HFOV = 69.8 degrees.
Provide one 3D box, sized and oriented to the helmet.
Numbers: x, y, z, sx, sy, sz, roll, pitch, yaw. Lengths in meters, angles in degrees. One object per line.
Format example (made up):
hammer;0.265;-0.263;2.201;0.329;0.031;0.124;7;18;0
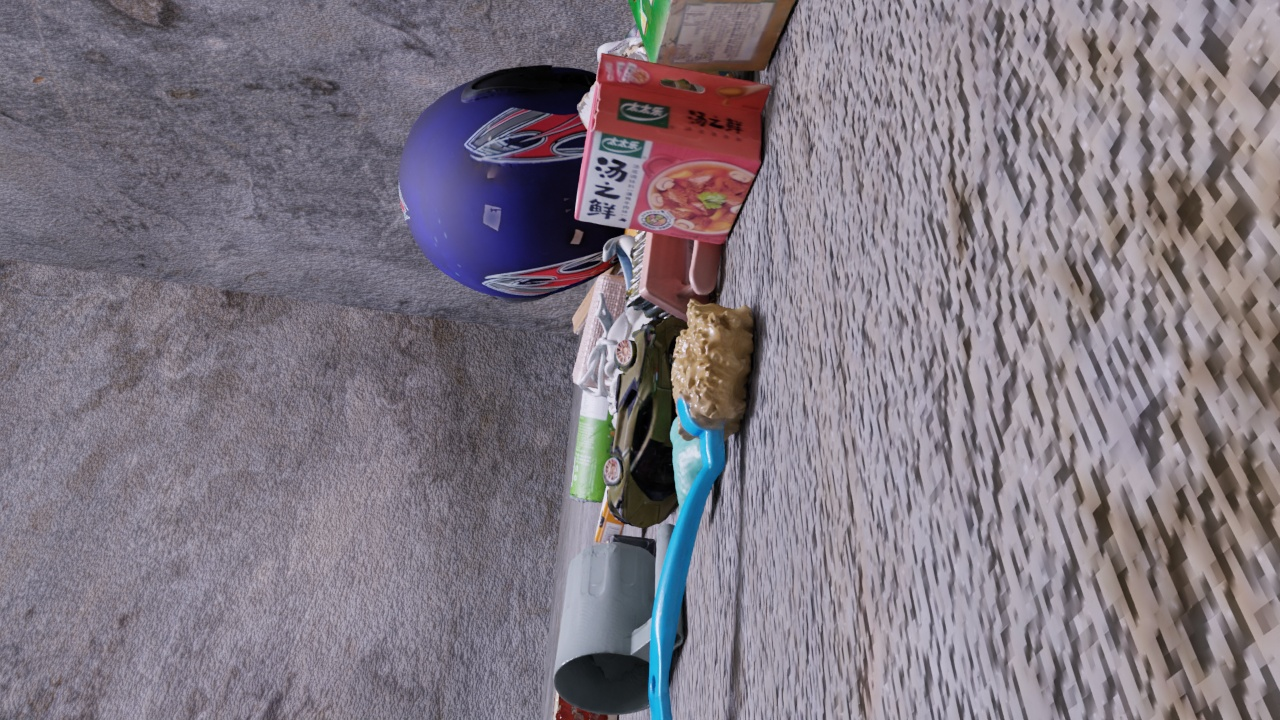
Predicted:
helmet;-0.100;-0.196;1.010;0.240;0.314;0.248;37;139;48

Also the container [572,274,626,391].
container;-0.014;-0.026;0.924;0.090;0.090;0.111;-134;55;-83

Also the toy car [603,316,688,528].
toy car;0.013;0.046;0.680;0.042;0.070;0.158;4;87;49

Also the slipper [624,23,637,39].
slipper;0.027;-0.359;0.991;0.110;0.083;0.268;-108;27;-81

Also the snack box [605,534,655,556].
snack box;-0.020;0.235;0.850;0.126;0.053;0.113;118;159;-59

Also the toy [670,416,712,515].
toy;0.037;0.049;0.615;0.091;0.030;0.097;-100;24;-64

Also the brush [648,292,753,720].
brush;0.029;0.075;0.527;0.083;0.046;0.254;124;159;-66

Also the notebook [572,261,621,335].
notebook;-0.025;-0.128;1.123;0.208;0.008;0.147;-57;9;5

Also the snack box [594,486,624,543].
snack box;-0.016;0.108;0.947;0.075;0.026;0.153;107;177;-45

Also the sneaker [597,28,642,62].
sneaker;0.025;-0.273;0.805;0.087;0.118;0.241;-38;-35;-67

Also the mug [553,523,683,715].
mug;-0.009;0.192;0.696;0.124;0.083;0.103;-46;24;31

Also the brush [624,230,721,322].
brush;0.033;-0.098;0.726;0.073;0.063;0.145;-32;41;44

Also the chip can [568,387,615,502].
chip can;-0.040;0.056;1.128;0.072;0.072;0.236;-173;91;-84

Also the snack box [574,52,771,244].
snack box;0.018;-0.137;0.622;0.127;0.113;0.044;109;169;-63

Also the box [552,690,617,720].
box;-0.062;0.320;0.966;0.091;0.080;0.168;112;164;-71

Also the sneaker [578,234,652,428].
sneaker;-0.005;0.005;0.773;0.090;0.090;0.242;115;161;-74

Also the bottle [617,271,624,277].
bottle;-0.009;-0.040;0.996;0.063;0.063;0.108;143;134;-82

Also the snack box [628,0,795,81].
snack box;0.047;-0.251;0.582;0.118;0.118;0.105;112;152;-70

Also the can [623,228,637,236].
can;0.018;-0.130;0.882;0.146;0.058;0.058;138;139;-81

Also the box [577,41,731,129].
box;0.009;-0.197;0.724;0.090;0.059;0.184;58;165;-11
